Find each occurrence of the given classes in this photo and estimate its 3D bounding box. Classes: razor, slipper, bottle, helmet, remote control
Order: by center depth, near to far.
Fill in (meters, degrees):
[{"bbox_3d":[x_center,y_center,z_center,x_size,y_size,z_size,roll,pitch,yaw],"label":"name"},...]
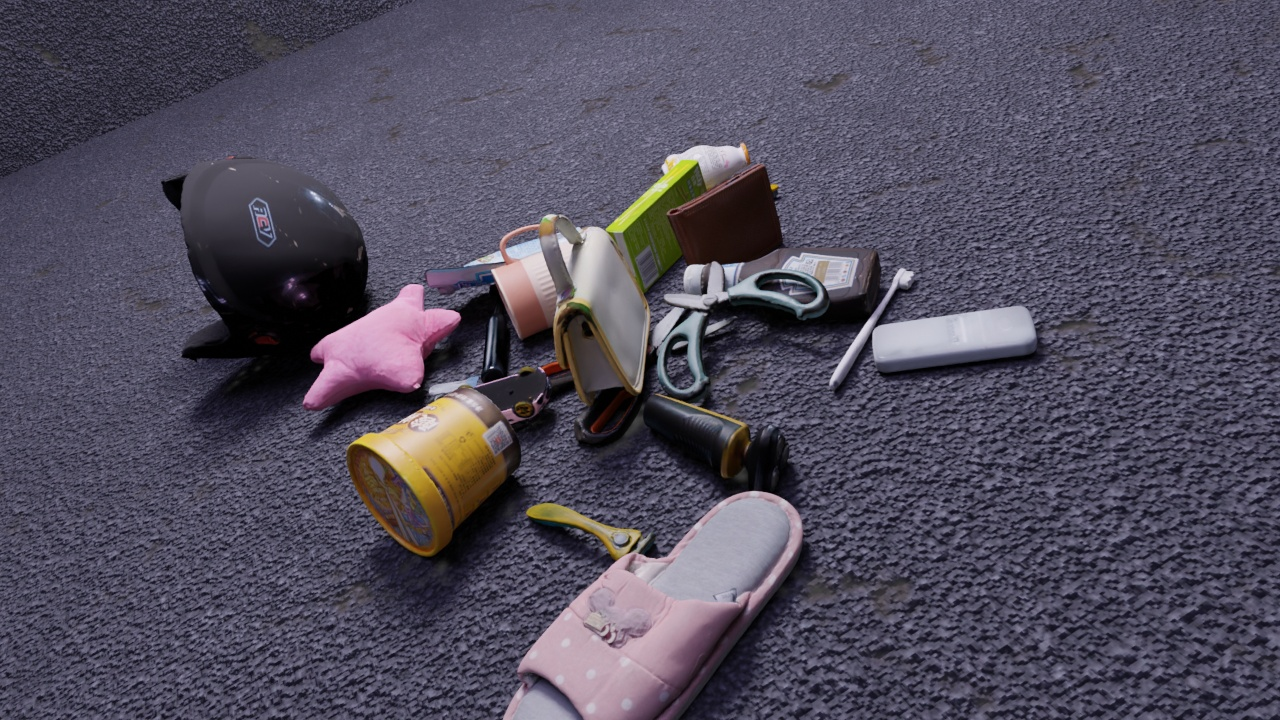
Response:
[{"bbox_3d":[0.012,0.181,0.647,0.273,0.054,0.114,-38,40,-24],"label":"slipper"},{"bbox_3d":[-0.050,0.139,0.759,0.133,0.028,0.043,13,50,40],"label":"razor"},{"bbox_3d":[0.061,0.064,0.788,0.067,0.062,0.168,-6,18,-36],"label":"razor"},{"bbox_3d":[0.275,-0.018,0.810,0.136,0.020,0.055,-8,36,17],"label":"remote control"},{"bbox_3d":[0.139,-0.078,0.926,0.195,0.044,0.079,3,52,26],"label":"bottle"},{"bbox_3d":[-0.452,-0.127,1.110,0.230,0.233,0.275,-11,-7,-13],"label":"helmet"},{"bbox_3d":[0.084,-0.240,1.157,0.108,0.063,0.063,-18,36,5],"label":"bottle"}]

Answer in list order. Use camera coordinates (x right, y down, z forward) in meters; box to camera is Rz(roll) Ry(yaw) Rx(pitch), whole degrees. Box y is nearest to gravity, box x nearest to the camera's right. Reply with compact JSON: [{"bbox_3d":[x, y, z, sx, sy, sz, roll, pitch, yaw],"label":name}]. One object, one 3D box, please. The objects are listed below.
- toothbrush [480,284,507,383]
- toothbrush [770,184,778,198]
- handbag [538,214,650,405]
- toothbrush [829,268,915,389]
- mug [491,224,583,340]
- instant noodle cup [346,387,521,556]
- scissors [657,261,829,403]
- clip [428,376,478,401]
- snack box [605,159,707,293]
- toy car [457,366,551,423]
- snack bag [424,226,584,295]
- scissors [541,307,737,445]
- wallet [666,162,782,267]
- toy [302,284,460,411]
[{"bbox_3d":[-0.165,-0.037,1.044,0.027,0.026,0.212,-7,33,-3],"label":"toothbrush"},{"bbox_3d":[0.077,-0.184,1.130,0.191,0.018,0.016,-15,34,12],"label":"toothbrush"},{"bbox_3d":[-0.054,-0.064,0.861,0.063,0.179,0.163,-17,31,15],"label":"handbag"},{"bbox_3d":[0.219,-0.032,0.860,0.016,0.016,0.179,16,48,32],"label":"toothbrush"},{"bbox_3d":[-0.107,-0.095,1.020,0.106,0.114,0.082,-23,11,-8],"label":"mug"},{"bbox_3d":[-0.177,0.092,0.811,0.119,0.118,0.114,16,41,40],"label":"instant noodle cup"},{"bbox_3d":[0.088,-0.028,0.875,0.172,0.019,0.169,6,59,27],"label":"scissors"},{"bbox_3d":[-0.196,0.032,0.975,0.058,0.036,0.025,-9,39,16],"label":"clip"},{"bbox_3d":[0.027,-0.156,1.055,0.026,0.086,0.156,13,48,39],"label":"snack box"},{"bbox_3d":[-0.143,0.045,0.911,0.122,0.037,0.056,-16,44,16],"label":"toy car"},{"bbox_3d":[-0.158,-0.114,1.088,0.191,0.039,0.110,-17,6,-10],"label":"snack bag"},{"bbox_3d":[-0.017,0.003,0.923,0.228,0.022,0.220,-5,39,21],"label":"scissors"},{"bbox_3d":[0.094,-0.146,0.996,0.124,0.101,0.032,-33,36,-16],"label":"wallet"},{"bbox_3d":[-0.293,-0.005,1.026,0.194,0.075,0.178,-36,41,-15],"label":"toy"}]
